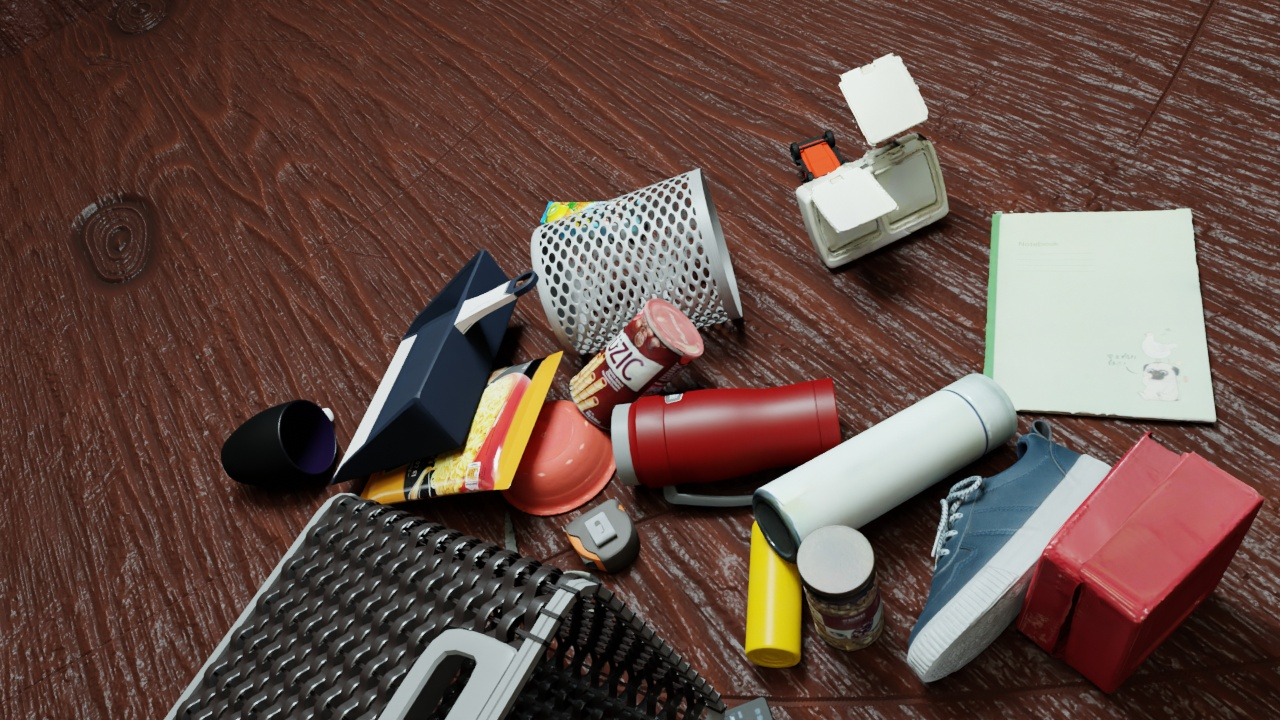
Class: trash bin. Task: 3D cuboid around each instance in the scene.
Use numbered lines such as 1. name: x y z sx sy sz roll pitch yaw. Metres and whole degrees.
1. trash bin: -0.004 -0.095 0.950 0.183 0.156 0.156 -15 48 10

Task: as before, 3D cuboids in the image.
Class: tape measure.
1. tape measure: -0.033 0.159 0.824 0.058 0.038 0.058 -29 48 -6

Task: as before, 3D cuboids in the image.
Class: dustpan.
1. dustpan: -0.199 -0.015 0.932 0.274 0.080 0.235 -18 37 25

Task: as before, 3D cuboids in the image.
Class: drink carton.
1. drink carton: -0.054 -0.169 1.104 0.129 0.039 0.044 2 53 22

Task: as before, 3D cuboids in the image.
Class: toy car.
1. toy car: 0.207 -0.215 1.042 0.051 0.049 0.100 -19 48 5

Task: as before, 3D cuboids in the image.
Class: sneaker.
1. sneaker: 0.266 0.139 0.703 0.235 0.089 0.087 -40 53 -22

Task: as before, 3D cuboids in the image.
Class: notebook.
1. notebook: 0.419 -0.051 0.855 0.182 0.010 0.251 2 53 22

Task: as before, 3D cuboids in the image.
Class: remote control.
1. remote control: 0.034 0.304 0.693 0.150 0.022 0.047 -22 48 4

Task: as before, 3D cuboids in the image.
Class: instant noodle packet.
1. instant noodle packet: -0.185 0.073 0.919 0.221 0.032 0.159 -13 43 34

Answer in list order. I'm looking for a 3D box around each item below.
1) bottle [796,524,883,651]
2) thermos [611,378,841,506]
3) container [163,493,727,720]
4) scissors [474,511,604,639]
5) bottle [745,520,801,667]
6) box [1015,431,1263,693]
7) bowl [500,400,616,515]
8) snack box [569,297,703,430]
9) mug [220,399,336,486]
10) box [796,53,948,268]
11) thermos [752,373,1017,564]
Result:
1. bottle: 0.154 0.175 0.698 0.056 0.105 0.056 -10 49 12
2. thermos: 0.079 0.078 0.830 0.199 0.084 0.108 -8 83 11
3. container: -0.134 0.259 0.625 0.244 0.246 0.246 14 62 38
4. scissors: -0.106 0.210 0.825 0.171 0.012 0.157 2 52 21
5. bottle: 0.111 0.175 0.755 0.043 0.043 0.143 -4 51 16
6. box: 0.334 0.142 0.628 0.128 0.158 0.087 -38 55 -11
7. bowl: -0.088 0.084 0.901 0.131 0.045 0.130 -10 50 12
8. snack box: -0.005 0.005 0.884 0.122 0.072 0.072 -43 41 27
9. mug: -0.386 0.087 0.992 0.100 0.085 0.118 -17 17 22
10. box: 0.230 -0.178 0.895 0.143 0.187 0.105 -27 32 4
11. thermos: 0.203 0.085 0.753 0.229 0.068 0.068 -24 47 -18
